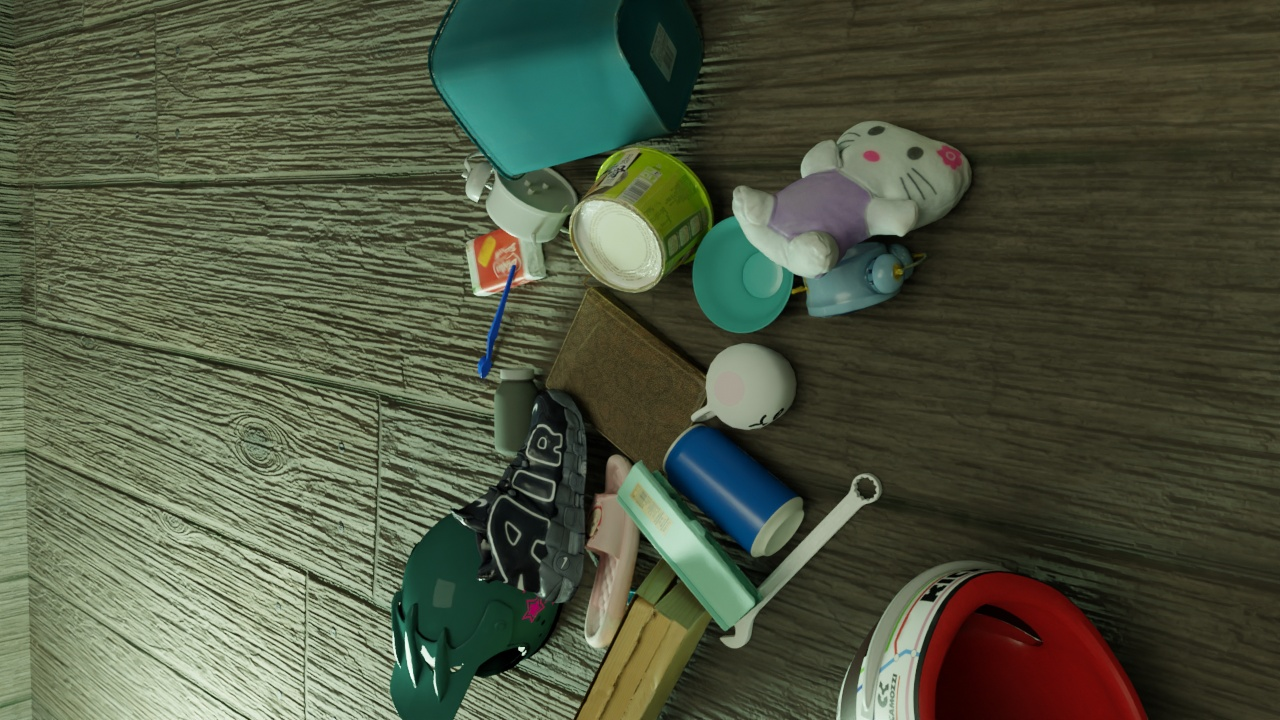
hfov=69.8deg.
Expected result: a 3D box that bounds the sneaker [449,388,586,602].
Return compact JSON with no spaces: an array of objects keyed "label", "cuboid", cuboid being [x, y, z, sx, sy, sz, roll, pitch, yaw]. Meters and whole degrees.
[{"label":"sneaker","cuboid":[-0.147,0.154,1.074,0.097,0.150,0.252,140,132,-62]}]

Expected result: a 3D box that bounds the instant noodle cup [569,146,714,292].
[{"label":"instant noodle cup","cuboid":[-0.004,-0.146,0.990,0.146,0.097,0.146,21,137,20]}]

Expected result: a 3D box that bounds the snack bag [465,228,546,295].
[{"label":"snack bag","cuboid":[-0.177,-0.133,1.202,0.116,0.036,0.077,-12,86,38]}]

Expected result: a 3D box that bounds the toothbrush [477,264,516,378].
[{"label":"toothbrush","cuboid":[-0.190,-0.051,1.210,0.011,0.016,0.187,49,133,33]}]

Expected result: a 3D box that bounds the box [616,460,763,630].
[{"label":"box","cuboid":[0.059,0.187,0.972,0.187,0.078,0.113,47,149,18]}]

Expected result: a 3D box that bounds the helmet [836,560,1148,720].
[{"label":"helmet","cuboid":[0.278,0.322,0.754,0.314,0.230,0.236,64,161,9]}]

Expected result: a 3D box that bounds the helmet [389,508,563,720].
[{"label":"helmet","cuboid":[-0.217,0.317,1.161,0.176,0.199,0.275,25,108,34]}]

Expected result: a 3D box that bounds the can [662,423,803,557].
[{"label":"can","cuboid":[0.098,0.137,0.978,0.146,0.078,0.079,39,116,29]}]

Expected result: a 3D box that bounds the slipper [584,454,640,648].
[{"label":"slipper","cuboid":[-0.038,0.218,1.061,0.107,0.055,0.221,150,130,-68]}]

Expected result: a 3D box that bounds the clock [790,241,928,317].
[{"label":"clock","cuboid":[0.209,-0.080,0.865,0.125,0.088,0.052,-11,103,30]}]

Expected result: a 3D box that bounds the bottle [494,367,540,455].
[{"label":"bottle","cuboid":[-0.159,0.065,1.187,0.060,0.060,0.108,4,96,38]}]

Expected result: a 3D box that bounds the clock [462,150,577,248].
[{"label":"clock","cuboid":[-0.148,-0.210,1.125,0.159,0.119,0.061,45,127,15]}]

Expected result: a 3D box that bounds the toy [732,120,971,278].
[{"label":"toy","cuboid":[0.194,-0.142,0.826,0.137,0.208,0.086,41,150,36]}]

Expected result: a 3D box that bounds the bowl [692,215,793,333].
[{"label":"bowl","cuboid":[0.118,-0.090,0.966,0.121,0.046,0.121,3,95,38]}]

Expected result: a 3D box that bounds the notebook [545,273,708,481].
[{"label":"notebook","cuboid":[-0.007,0.008,1.079,0.215,0.034,0.190,38,116,29]}]

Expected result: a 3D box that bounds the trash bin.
[{"label":"trash bin","cuboid":[-0.069,-0.326,0.992,0.219,0.196,0.198,0,58,31]}]

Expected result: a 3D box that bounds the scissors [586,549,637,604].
[{"label":"scissors","cuboid":[-0.041,0.282,1.140,0.127,0.014,0.127,49,121,26]}]

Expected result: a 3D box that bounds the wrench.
[{"label":"wrench","cuboid":[0.163,0.216,0.977,0.047,0.009,0.274,50,121,24]}]

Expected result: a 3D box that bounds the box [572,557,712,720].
[{"label":"box","cuboid":[-0.005,0.348,1.038,0.092,0.127,0.250,32,113,21]}]

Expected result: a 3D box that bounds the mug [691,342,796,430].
[{"label":"mug","cuboid":[0.101,0.035,0.968,0.124,0.076,0.090,-36,72,33]}]
